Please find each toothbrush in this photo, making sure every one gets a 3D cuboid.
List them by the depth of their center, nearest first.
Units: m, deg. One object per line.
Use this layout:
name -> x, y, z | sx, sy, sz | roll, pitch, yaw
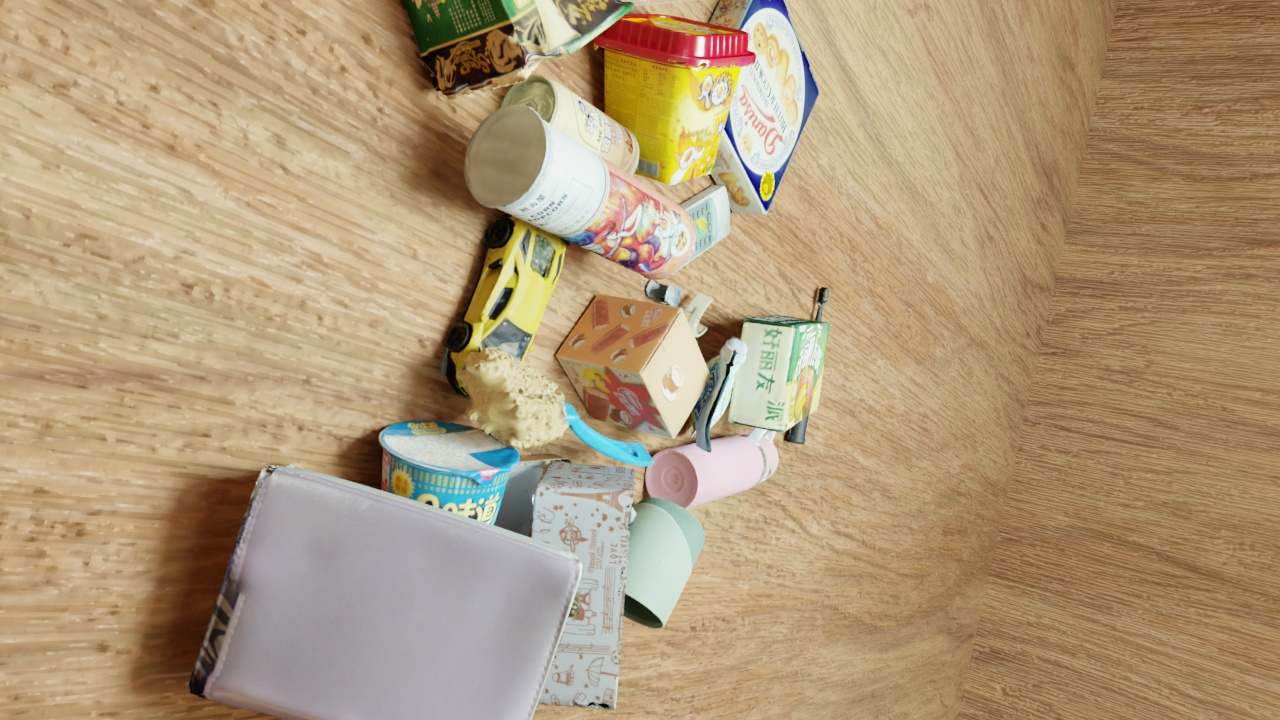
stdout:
toothbrush -> 0.227, 0.006, 1.225 | 0.027, 0.026, 0.212 | -159, -100, -85

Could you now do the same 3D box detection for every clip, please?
clip -> 0.025, -0.065, 0.915 | 0.056, 0.028, 0.024 | 18, 87, -67
clip -> 0.045, -0.037, 0.924 | 0.103, 0.034, 0.076 | -49, 153, -38

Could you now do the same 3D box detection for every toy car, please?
toy car -> -0.101, -0.042, 0.710 | 0.071, 0.041, 0.155 | 38, 70, -53

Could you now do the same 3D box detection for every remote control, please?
remote control -> 0.051, -0.132, 0.927 | 0.134, 0.019, 0.056 | -37, 129, -45

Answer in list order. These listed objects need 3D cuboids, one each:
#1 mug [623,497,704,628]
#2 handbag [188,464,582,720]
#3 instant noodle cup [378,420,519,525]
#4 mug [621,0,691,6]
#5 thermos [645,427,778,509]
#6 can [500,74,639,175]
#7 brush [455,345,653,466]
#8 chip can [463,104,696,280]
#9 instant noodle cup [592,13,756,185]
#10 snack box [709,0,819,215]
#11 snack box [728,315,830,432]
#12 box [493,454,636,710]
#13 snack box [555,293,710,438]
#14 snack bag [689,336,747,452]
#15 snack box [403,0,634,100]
mug -> 0.000, 0.189, 0.905 | 0.111, 0.082, 0.106 | 40, 62, -18
handbag -> -0.149, 0.159, 0.561 | 0.098, 0.197, 0.144 | 133, -25, -77
instant noodle cup -> -0.144, 0.110, 0.653 | 0.099, 0.099, 0.110 | -5, 112, -55
mug -> -0.002, -0.316, 0.717 | 0.124, 0.104, 0.084 | -44, 134, -41
thermos -> 0.091, 0.111, 1.011 | 0.198, 0.067, 0.087 | -4, 127, -54
can -> -0.053, -0.176, 0.723 | 0.116, 0.059, 0.058 | 16, 87, -57
brush -> -0.056, 0.053, 0.734 | 0.046, 0.083, 0.254 | -42, 149, 9
chip can -> -0.036, -0.119, 0.696 | 0.214, 0.071, 0.071 | 17, 86, -58
instant noodle cup -> 0.024, -0.224, 0.788 | 0.116, 0.116, 0.124 | -28, 133, -50
snack box -> 0.116, -0.276, 0.958 | 0.178, 0.046, 0.182 | 48, 60, -50
snack box -> 0.163, 0.009, 1.050 | 0.239, 0.063, 0.114 | -8, 106, -70
box -> -0.089, 0.171, 0.760 | 0.148, 0.158, 0.181 | -120, -145, -87
snack box -> -0.005, 0.005, 0.818 | 0.076, 0.094, 0.093 | -57, 141, -28
snack bag -> 0.073, 0.032, 0.911 | 0.110, 0.039, 0.191 | -64, 178, -1
snack box -> -0.092, -0.251, 0.606 | 0.117, 0.118, 0.106 | -50, 127, -36
